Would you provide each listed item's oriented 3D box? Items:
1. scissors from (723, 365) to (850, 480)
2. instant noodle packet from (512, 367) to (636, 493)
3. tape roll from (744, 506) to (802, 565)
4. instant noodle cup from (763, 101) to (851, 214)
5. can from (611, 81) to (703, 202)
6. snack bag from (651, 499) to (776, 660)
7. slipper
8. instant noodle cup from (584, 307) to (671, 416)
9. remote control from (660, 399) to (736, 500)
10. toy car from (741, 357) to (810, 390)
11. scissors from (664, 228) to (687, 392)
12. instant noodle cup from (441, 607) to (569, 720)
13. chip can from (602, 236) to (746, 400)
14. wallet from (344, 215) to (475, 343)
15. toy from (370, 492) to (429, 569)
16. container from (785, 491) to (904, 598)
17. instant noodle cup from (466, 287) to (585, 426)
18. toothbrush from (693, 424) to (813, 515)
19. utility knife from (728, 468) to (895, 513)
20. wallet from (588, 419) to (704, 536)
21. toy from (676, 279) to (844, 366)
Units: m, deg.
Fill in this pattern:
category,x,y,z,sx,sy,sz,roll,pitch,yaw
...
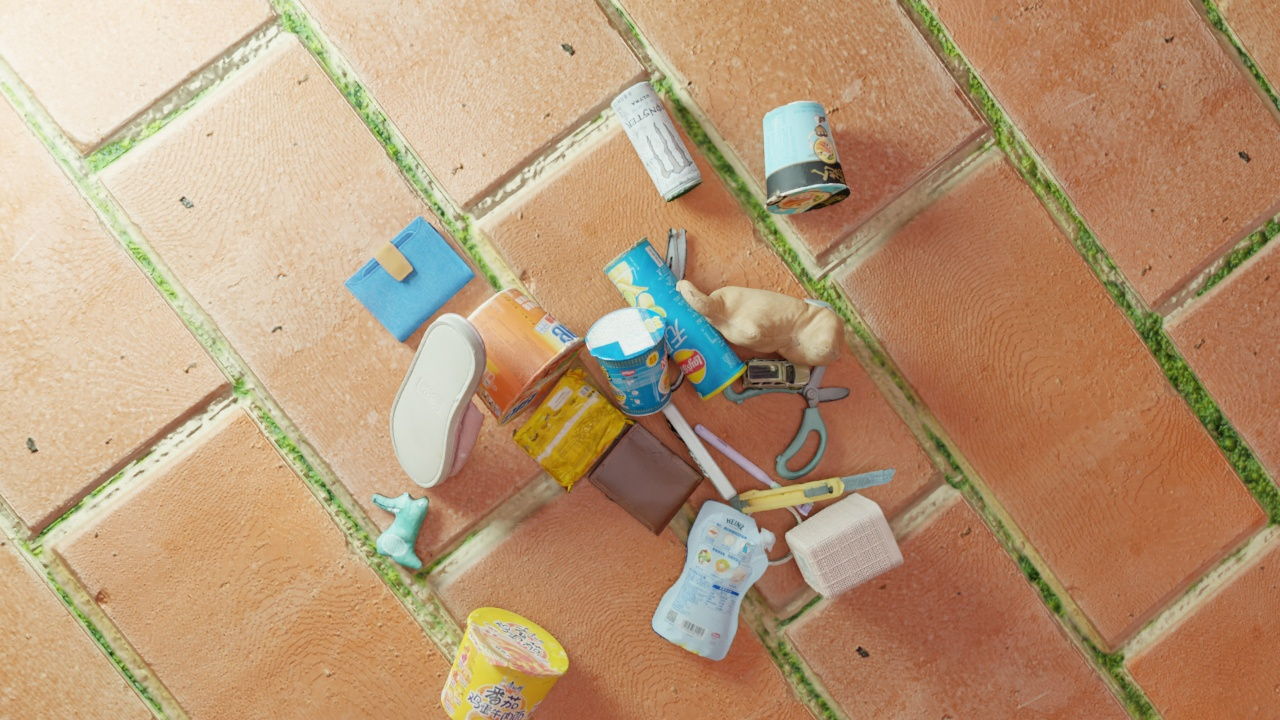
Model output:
category,x,y,z,sx,sy,sz,roll,pitch,yaw
scissors,0.194,0.077,1.209,0.170,0.019,0.179,-1,87,-5
instant noodle packet,-0.086,0.086,1.170,0.111,0.044,0.128,42,85,8
tape roll,0.173,0.227,1.212,0.086,0.014,0.086,0,90,-5
instant noodle cup,0.203,-0.261,1.171,0.111,0.111,0.120,-8,83,-5
can,0.022,-0.279,1.175,0.058,0.058,0.146,-29,92,-4
snack bag,0.096,0.284,1.189,0.110,0.039,0.191,24,92,10
slipper,-0.234,0.050,1.095,0.114,0.054,0.275,41,131,17
instant noodle cup,-0.007,0.007,1.128,0.099,0.099,0.110,-21,130,-4
remote control,0.071,0.114,1.181,0.021,0.058,0.150,-36,92,-3
toy car,0.176,0.017,1.185,0.090,0.035,0.042,0,83,-6
scissors,0.021,-0.065,1.197,0.192,0.015,0.207,-29,92,-3
instant noodle cup,-0.174,0.389,1.130,0.138,0.138,0.110,28,96,-4
chip can,0.043,-0.052,1.156,0.071,0.071,0.210,-38,93,-4
wallet,-0.291,-0.104,1.162,0.133,0.040,0.106,-43,98,-4
toy,-0.306,0.209,1.167,0.096,0.030,0.092,23,84,3
container,0.257,0.239,1.174,0.111,0.090,0.090,-27,99,-8
instant noodle cup,-0.157,-0.010,1.123,0.111,0.151,0.151,44,87,5
toothbrush,0.148,0.141,1.206,0.189,0.021,0.029,35,55,-4
utility knife,0.224,0.168,1.194,0.219,0.022,0.031,-12,100,-4
wallet,0.007,0.153,1.191,0.124,0.032,0.101,39,90,-3
toy,0.145,-0.054,1.147,0.226,0.143,0.082,15,100,-8
